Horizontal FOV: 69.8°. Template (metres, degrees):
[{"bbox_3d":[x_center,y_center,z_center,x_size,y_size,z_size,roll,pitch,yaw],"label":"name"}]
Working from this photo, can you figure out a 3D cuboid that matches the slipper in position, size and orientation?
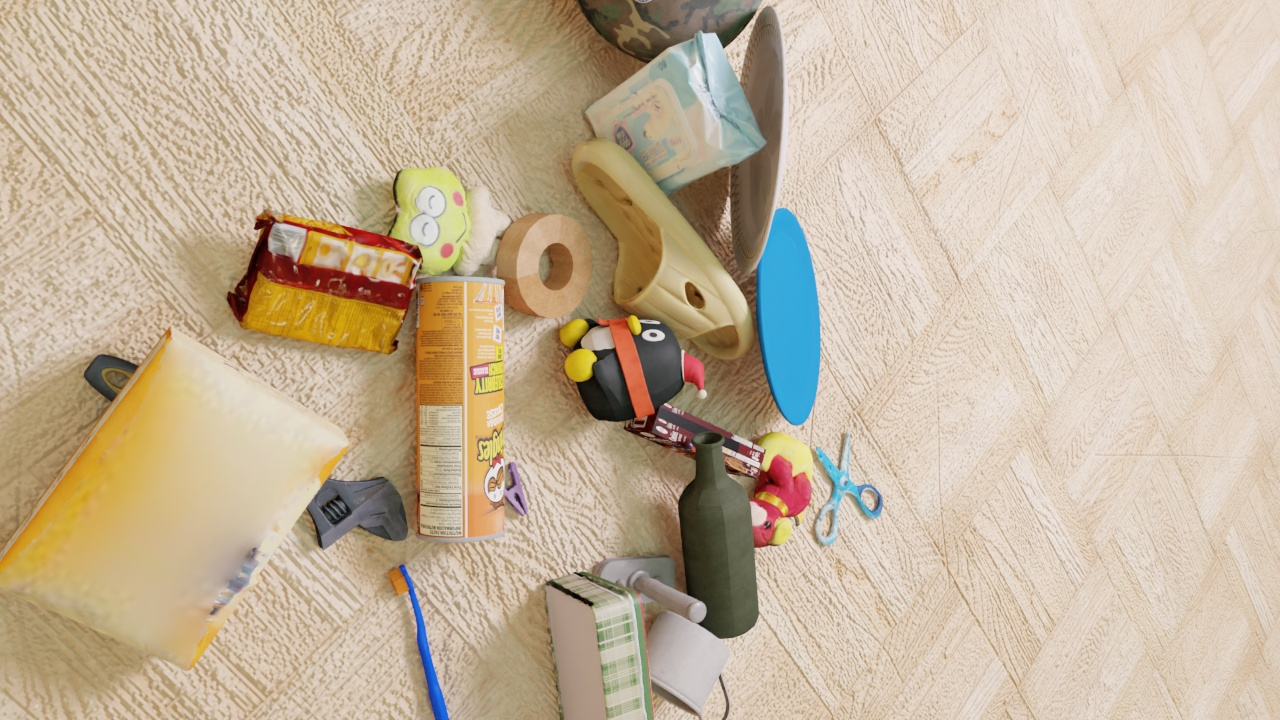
[{"bbox_3d":[0.012,-0.087,0.862,0.079,0.111,0.261,-46,110,-25],"label":"slipper"}]

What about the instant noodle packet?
[{"bbox_3d":[-0.245,-0.060,0.721,0.135,0.039,0.099,11,113,-32],"label":"instant noodle packet"}]

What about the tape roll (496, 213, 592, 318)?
[{"bbox_3d":[-0.086,-0.086,0.831,0.093,0.027,0.094,-14,109,-47],"label":"tape roll"}]

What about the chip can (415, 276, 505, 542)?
[{"bbox_3d":[-0.152,0.040,0.776,0.075,0.075,0.215,0,90,-33],"label":"chip can"}]

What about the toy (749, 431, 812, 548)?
[{"bbox_3d":[0.146,0.143,0.984,0.105,0.067,0.137,50,53,-25],"label":"toy"}]

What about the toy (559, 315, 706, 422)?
[{"bbox_3d":[-0.005,0.005,0.848,0.119,0.097,0.100,-17,122,0],"label":"toy"}]

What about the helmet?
[{"bbox_3d":[0.032,-0.390,0.816,0.224,0.192,0.236,27,108,-37],"label":"helmet"}]

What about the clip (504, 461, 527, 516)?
[{"bbox_3d":[-0.116,0.114,0.837,0.050,0.014,0.046,37,68,-24],"label":"clip"}]

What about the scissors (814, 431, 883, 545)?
[{"bbox_3d":[0.243,0.151,1.071,0.134,0.012,0.134,11,83,-32],"label":"scissors"}]

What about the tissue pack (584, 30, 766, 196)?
[{"bbox_3d":[0.029,-0.213,0.830,0.069,0.182,0.112,-30,99,-30],"label":"tissue pack"}]

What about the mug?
[{"bbox_3d":[0.049,0.303,0.896,0.113,0.084,0.070,37,67,-8],"label":"mug"}]

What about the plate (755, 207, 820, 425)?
[{"bbox_3d":[0.148,-0.044,0.952,0.224,0.024,0.224,-3,90,-65],"label":"plate"}]

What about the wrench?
[{"bbox_3d":[-0.295,0.077,0.715,0.273,0.022,0.073,39,72,-27],"label":"wrench"}]

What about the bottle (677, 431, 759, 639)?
[{"bbox_3d":[0.075,0.169,0.899,0.071,0.071,0.207,-20,114,-31],"label":"bottle"}]

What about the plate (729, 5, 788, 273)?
[{"bbox_3d":[0.113,-0.202,0.861,0.016,0.242,0.242,2,88,-4],"label":"plate"}]

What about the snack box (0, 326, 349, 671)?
[{"bbox_3d":[-0.322,0.098,0.644,0.145,0.081,0.195,38,81,-27],"label":"snack box"}]

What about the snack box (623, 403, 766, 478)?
[{"bbox_3d":[0.056,0.080,0.925,0.140,0.051,0.031,26,76,-30],"label":"snack box"}]

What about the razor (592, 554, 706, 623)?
[{"bbox_3d":[0.021,0.220,0.863,0.088,0.116,0.047,4,92,-33],"label":"razor"}]

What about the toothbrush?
[{"bbox_3d":[-0.186,0.262,0.789,0.018,0.016,0.182,-16,98,-27],"label":"toothbrush"}]

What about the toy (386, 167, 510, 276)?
[{"bbox_3d":[-0.163,-0.116,0.788,0.115,0.046,0.092,10,87,-41],"label":"toy"}]

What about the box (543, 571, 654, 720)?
[{"bbox_3d":[-0.035,0.300,0.830,0.050,0.118,0.205,-8,93,-28],"label":"box"}]
